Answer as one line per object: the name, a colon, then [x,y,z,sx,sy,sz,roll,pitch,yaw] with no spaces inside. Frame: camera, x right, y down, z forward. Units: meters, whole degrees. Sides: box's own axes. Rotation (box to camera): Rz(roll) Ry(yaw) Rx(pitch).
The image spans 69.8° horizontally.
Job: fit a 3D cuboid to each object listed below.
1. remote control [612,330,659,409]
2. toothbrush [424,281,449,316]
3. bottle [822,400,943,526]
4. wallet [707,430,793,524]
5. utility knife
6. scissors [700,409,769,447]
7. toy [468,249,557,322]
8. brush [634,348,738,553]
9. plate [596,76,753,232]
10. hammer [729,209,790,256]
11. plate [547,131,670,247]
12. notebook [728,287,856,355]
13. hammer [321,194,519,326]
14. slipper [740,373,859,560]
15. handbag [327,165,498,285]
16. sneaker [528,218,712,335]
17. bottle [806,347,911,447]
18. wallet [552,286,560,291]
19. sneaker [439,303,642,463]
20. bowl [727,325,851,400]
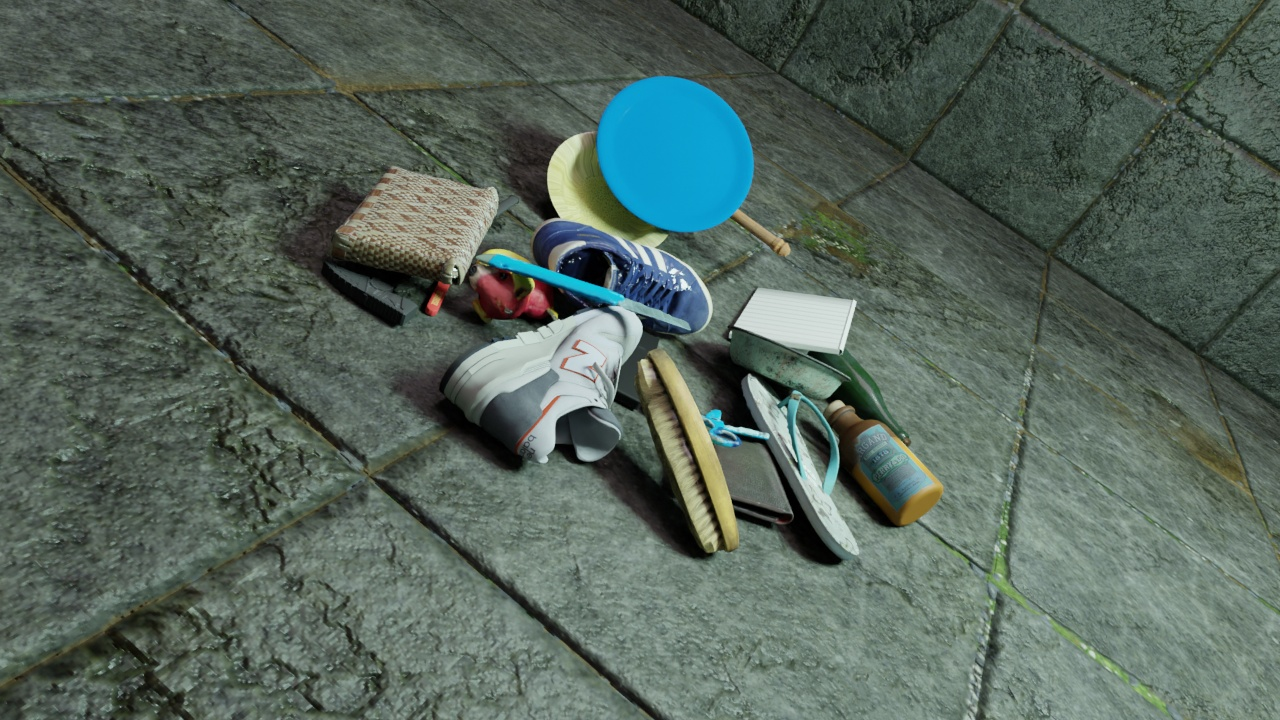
remote control: [-0.006,0.006,0.990,0.034,0.013,0.149,27,28,-5]
toothbrush: [-0.197,-0.104,0.972,0.012,0.018,0.212,25,29,-13]
bottle: [0.265,0.108,1.039,0.067,0.068,0.157,1,40,-44]
wallet: [0.085,0.110,0.901,0.120,0.031,0.099,18,28,-19]
utility knife: [-0.054,-0.067,0.875,0.222,0.015,0.031,19,29,13]
scissors: [0.068,0.064,0.924,0.134,0.011,0.139,16,9,-6]
toy: [-0.130,-0.073,0.954,0.105,0.067,0.137,33,16,-4]
brush: [0.039,0.080,0.820,0.043,0.059,0.195,-19,75,-8]
plate: [0.046,-0.279,1.254,0.224,0.024,0.224,3,78,-16]
hammer: [0.089,-0.248,1.334,0.317,0.082,0.163,39,-14,13]
plate: [-0.043,-0.218,1.237,0.184,0.036,0.184,9,66,-22]
notebook: [0.211,-0.057,1.243,0.143,0.009,0.209,9,23,15]
hammer: [-0.208,-0.129,0.974,0.095,0.015,0.323,29,32,4]
slipper: [0.171,0.089,0.964,0.098,0.055,0.268,37,22,-34]
handbag: [-0.219,-0.133,0.915,0.124,0.047,0.185,14,32,-4]
sneaker: [-0.004,-0.081,0.999,0.233,0.091,0.118,27,9,-19]
bottle: [0.281,0.047,1.170,0.055,0.055,0.174,1,42,-44]
wallet: [-0.055,-0.103,1.092,0.115,0.018,0.091,9,38,-18]
sneaker: [-0.058,0.030,0.837,0.239,0.089,0.124,-18,60,-45]
bowl: [0.168,0.008,1.084,0.157,0.038,0.157,24,0,0]
